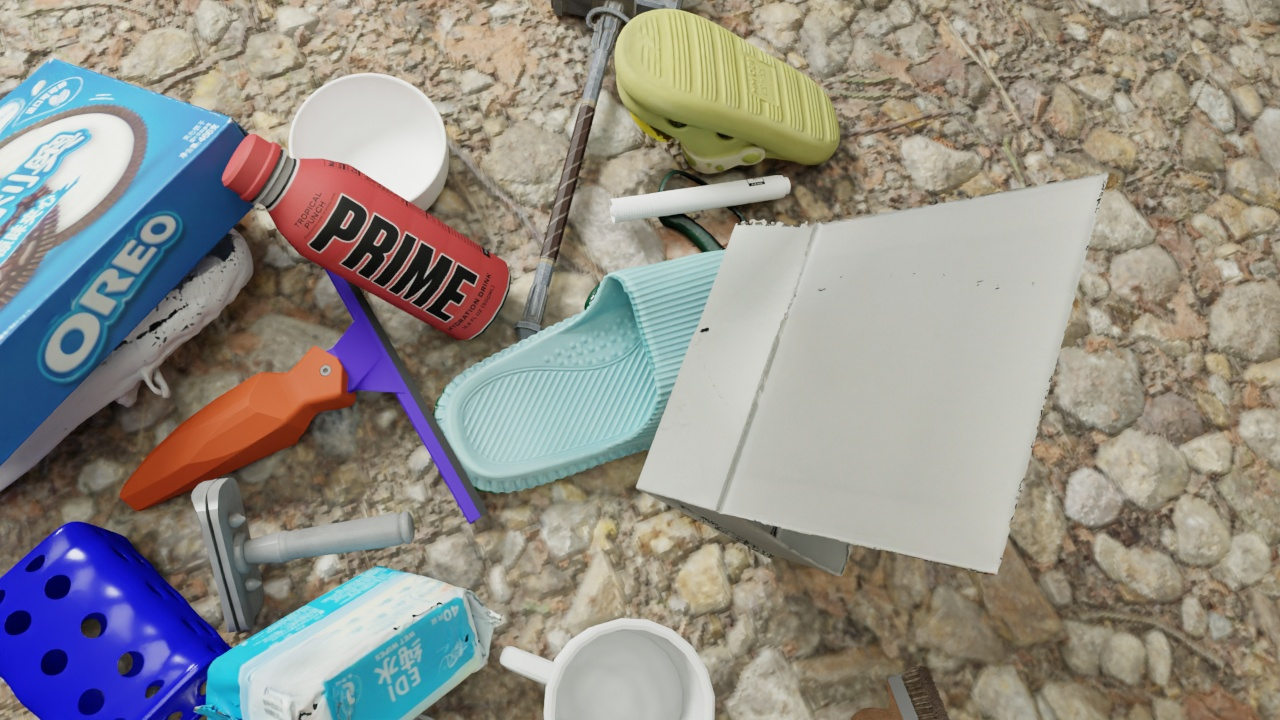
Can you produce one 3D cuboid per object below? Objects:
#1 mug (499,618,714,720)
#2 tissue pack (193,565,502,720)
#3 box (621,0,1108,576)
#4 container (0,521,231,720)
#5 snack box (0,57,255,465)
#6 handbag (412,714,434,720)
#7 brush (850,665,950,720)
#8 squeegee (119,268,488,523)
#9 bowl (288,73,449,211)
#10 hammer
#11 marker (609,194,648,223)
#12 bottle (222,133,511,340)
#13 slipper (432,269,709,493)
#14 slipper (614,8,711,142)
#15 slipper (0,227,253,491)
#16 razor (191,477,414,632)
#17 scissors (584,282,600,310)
[{"bbox_3d":[-0.024,0.191,0.529,0.121,0.090,0.091,22,72,1],"label":"mug"},{"bbox_3d":[-0.153,0.165,0.501,0.144,0.093,0.062,-28,111,-47],"label":"tissue pack"},{"bbox_3d":[0.090,-0.012,0.382,0.148,0.507,0.166,19,77,5],"label":"box"},{"bbox_3d":[-0.298,0.161,0.515,0.113,0.085,0.084,41,73,8],"label":"container"},{"bbox_3d":[-0.366,-0.069,0.545,0.196,0.056,0.238,22,65,26],"label":"snack box"},{"bbox_3d":[-0.174,0.321,0.497,0.215,0.096,0.222,-13,88,-9],"label":"handbag"},{"bbox_3d":[0.142,0.203,0.515,0.008,0.143,0.045,-14,67,-12],"label":"brush"},{"bbox_3d":[-0.239,0.037,0.574,0.184,0.055,0.249,-32,77,-4],"label":"squeegee"},{"bbox_3d":[-0.183,-0.139,0.633,0.105,0.054,0.104,1,75,-5],"label":"bowl"},{"bbox_3d":[-0.044,-0.160,0.663,0.098,0.044,0.321,13,75,-2],"label":"hammer"},{"bbox_3d":[0.043,-0.116,0.654,0.133,0.017,0.020,-10,36,-10],"label":"marker"},{"bbox_3d":[-0.166,-0.076,0.565,0.176,0.062,0.062,31,68,-35],"label":"bottle"},{"bbox_3d":[-0.004,0.003,0.593,0.276,0.069,0.116,-22,85,-7],"label":"slipper"},{"bbox_3d":[0.056,-0.182,0.661,0.190,0.082,0.091,10,63,-30],"label":"slipper"},{"bbox_3d":[-0.345,0.001,0.563,0.246,0.075,0.112,-41,71,-12],"label":"slipper"},{"bbox_3d":[-0.193,0.107,0.543,0.116,0.047,0.088,-8,108,-7],"label":"razor"},{"bbox_3d":[0.075,-0.064,0.657,0.209,0.015,0.154,14,71,-1],"label":"scissors"}]
